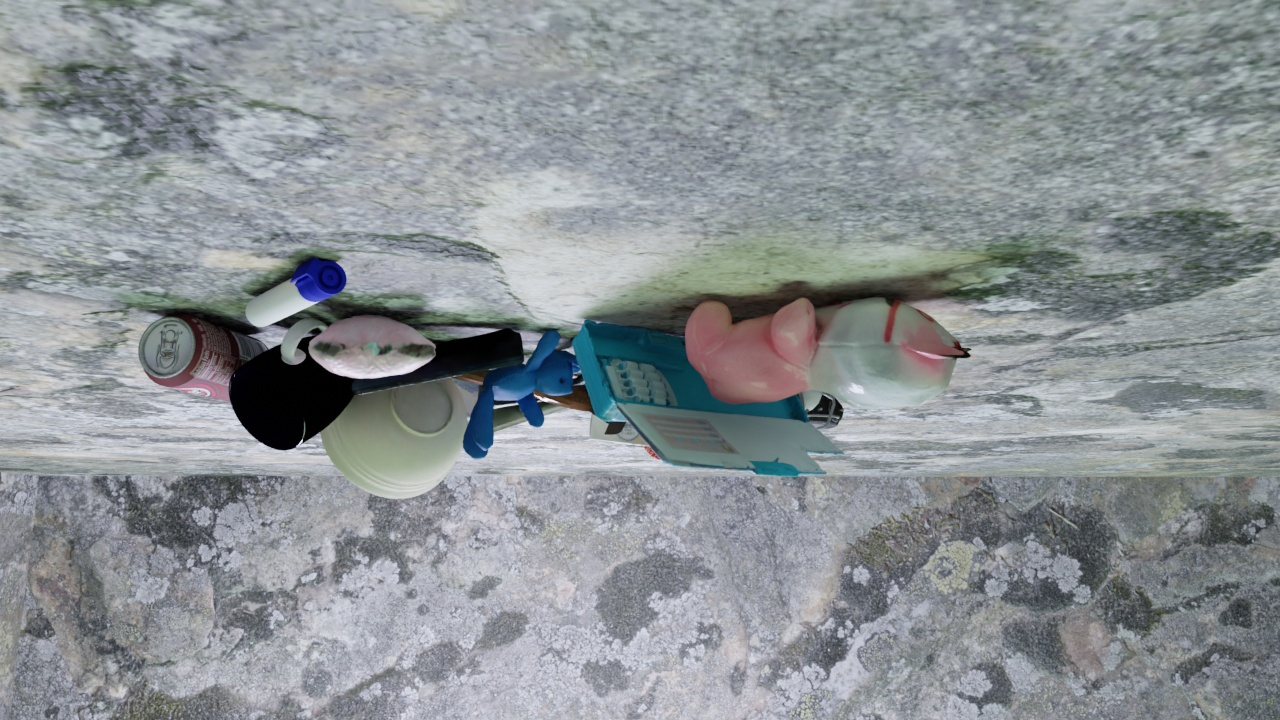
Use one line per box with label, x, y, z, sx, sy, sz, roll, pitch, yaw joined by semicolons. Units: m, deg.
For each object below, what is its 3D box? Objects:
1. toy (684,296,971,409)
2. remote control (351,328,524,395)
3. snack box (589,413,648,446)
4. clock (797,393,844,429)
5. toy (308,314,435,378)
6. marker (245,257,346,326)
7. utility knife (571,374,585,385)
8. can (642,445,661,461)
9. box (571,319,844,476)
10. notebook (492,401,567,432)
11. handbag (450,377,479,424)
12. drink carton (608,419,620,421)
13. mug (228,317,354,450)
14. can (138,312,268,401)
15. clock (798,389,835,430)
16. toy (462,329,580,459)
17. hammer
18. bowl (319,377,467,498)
toy;0.147;-0.005;0.720;0.213;0.084;0.142;0;170;19
remote control;-0.179;-0.002;0.810;0.150;0.022;0.047;-12;-149;-5
snack box;0.049;0.078;1.130;0.208;0.057;0.104;3;178;37
clock;0.212;0.062;1.178;0.091;0.043;0.123;4;168;-13
toy;-0.228;-0.013;0.772;0.099;0.053;0.096;0;-173;-21
marker;-0.254;-0.048;0.666;0.027;0.023;0.133;34;151;-33
utility knife;-0.005;0.005;0.862;0.031;0.017;0.162;-12;178;38
can;0.060;0.101;1.268;0.087;0.086;0.116;-5;169;24
box;0.066;0.046;0.799;0.226;0.185;0.056;8;126;-35
notebook;-0.206;0.080;1.169;0.182;0.010;0.251;-7;-174;36
handbag;-0.262;0.048;1.055;0.126;0.069;0.159;11;168;-37
drink carton;-0.019;0.025;0.896;0.044;0.039;0.129;1;-166;-7
mug;-0.293;0.007;0.811;0.085;0.119;0.100;30;-146;9
can;-0.378;-0.001;0.805;0.063;0.063;0.114;-2;169;10
clock;0.128;0.045;0.938;0.138;0.096;0.048;5;135;24
toy;-0.100;0.023;0.860;0.176;0.071;0.113;-33;178;-29
hammer;-0.135;0.022;0.944;0.322;0.033;0.115;18;-172;-45
bowl;-0.231;0.054;0.907;0.150;0.150;0.076;9;153;-39
